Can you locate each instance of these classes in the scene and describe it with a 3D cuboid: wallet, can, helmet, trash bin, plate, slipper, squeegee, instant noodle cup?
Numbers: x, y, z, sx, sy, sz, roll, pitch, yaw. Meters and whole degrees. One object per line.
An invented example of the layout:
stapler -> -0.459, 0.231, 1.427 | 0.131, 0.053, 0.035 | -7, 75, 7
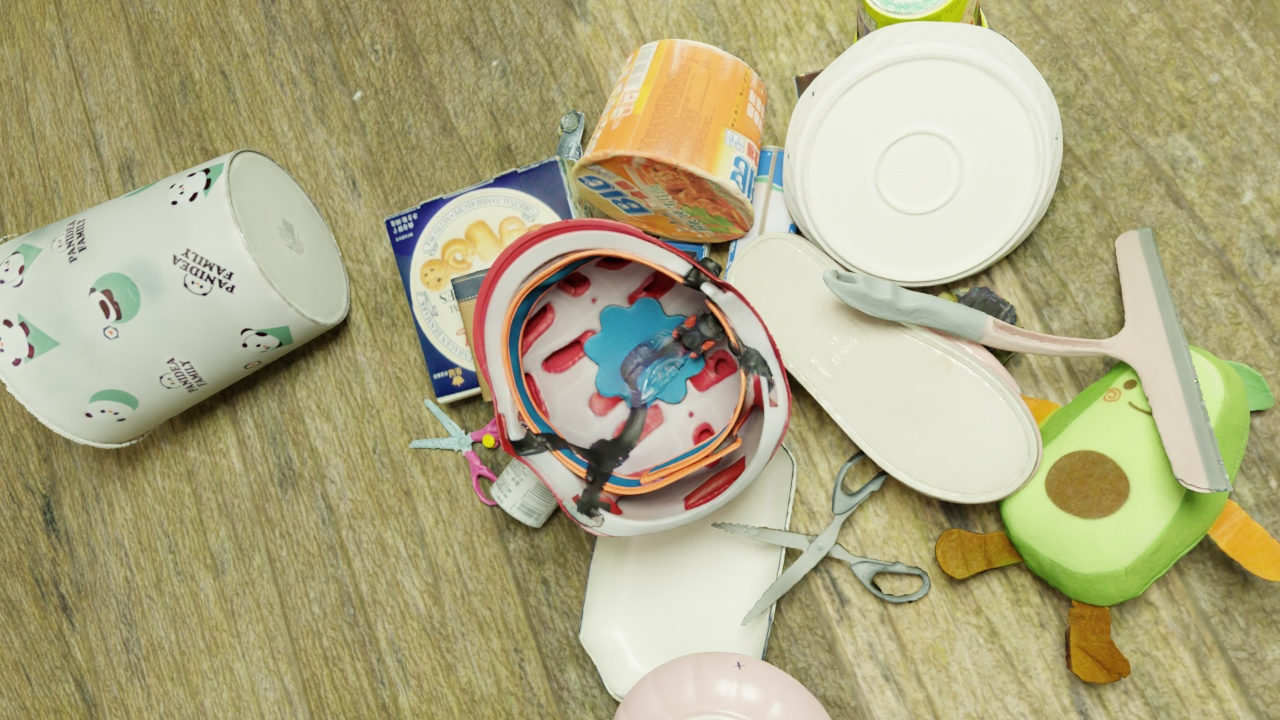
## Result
wallet -> -0.111, -0.027, 0.796 | 0.090, 0.033, 0.115 | -13, 94, 19
can -> 0.105, -0.109, 0.778 | 0.053, 0.053, 0.134 | 9, 85, 20
helmet -> -0.004, 0.004, 0.703 | 0.207, 0.143, 0.240 | -39, 88, 14
trash bin -> -0.440, -0.066, 0.883 | 0.252, 0.229, 0.229 | -22, 75, 9
plate -> 0.209, -0.147, 0.692 | 0.205, 0.045, 0.205 | 6, 116, 13
slipper -> 0.178, 0.001, 0.695 | 0.274, 0.054, 0.114 | 41, 110, 22
squeegee -> 0.247, -0.026, 0.640 | 0.249, 0.040, 0.247 | 12, 49, 3
can -> -0.067, 0.075, 0.808 | 0.058, 0.058, 0.147 | 39, 95, 20
plate -> 0.063, 0.324, 0.708 | 0.192, 0.039, 0.192 | 1, 95, 14
instant noodle cup -> 0.219, -0.278, 0.727 | 0.112, 0.123, 0.111 | -3, 80, 18
plate -> 0.041, 0.161, 0.769 | 0.162, 0.034, 0.265 | 8, 84, 20
instant noodle cup -> 0.032, -0.177, 0.740 | 0.151, 0.151, 0.111 | 11, 76, 21

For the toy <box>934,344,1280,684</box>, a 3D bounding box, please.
toy -> 0.332, 0.090, 0.646 | 0.227, 0.090, 0.247 | 36, 94, 34

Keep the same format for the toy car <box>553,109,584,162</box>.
toy car -> -0.070, -0.190, 0.860 | 0.034, 0.043, 0.090 | 16, 90, -6

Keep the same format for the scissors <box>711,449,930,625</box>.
scissors -> 0.145, 0.149, 0.719 | 0.159, 0.014, 0.178 | 42, 92, 3

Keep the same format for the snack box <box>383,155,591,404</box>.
snack box -> -0.123, -0.071, 0.835 | 0.178, 0.045, 0.182 | -16, 91, 17

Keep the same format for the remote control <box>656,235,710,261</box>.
remote control -> 0.029, -0.048, 0.811 | 0.049, 0.024, 0.125 | 9, 86, 20

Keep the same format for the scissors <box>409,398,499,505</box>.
scissors -> -0.163, 0.086, 0.864 | 0.133, 0.017, 0.118 | -6, 84, 23

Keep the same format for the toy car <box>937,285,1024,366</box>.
toy car -> 0.230, 0.013, 0.719 | 0.070, 0.042, 0.158 | 43, 108, 22

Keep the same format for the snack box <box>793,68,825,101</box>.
snack box -> 0.189, -0.177, 0.734 | 0.113, 0.053, 0.126 | -6, 107, 18
